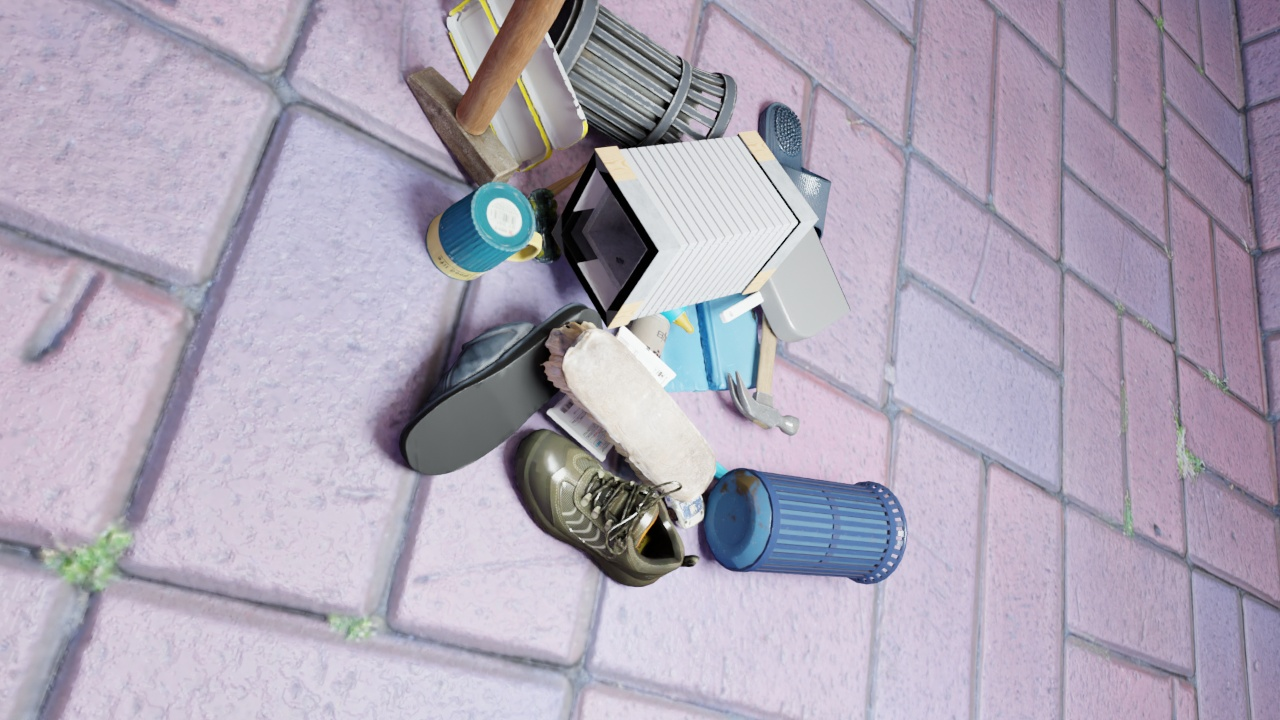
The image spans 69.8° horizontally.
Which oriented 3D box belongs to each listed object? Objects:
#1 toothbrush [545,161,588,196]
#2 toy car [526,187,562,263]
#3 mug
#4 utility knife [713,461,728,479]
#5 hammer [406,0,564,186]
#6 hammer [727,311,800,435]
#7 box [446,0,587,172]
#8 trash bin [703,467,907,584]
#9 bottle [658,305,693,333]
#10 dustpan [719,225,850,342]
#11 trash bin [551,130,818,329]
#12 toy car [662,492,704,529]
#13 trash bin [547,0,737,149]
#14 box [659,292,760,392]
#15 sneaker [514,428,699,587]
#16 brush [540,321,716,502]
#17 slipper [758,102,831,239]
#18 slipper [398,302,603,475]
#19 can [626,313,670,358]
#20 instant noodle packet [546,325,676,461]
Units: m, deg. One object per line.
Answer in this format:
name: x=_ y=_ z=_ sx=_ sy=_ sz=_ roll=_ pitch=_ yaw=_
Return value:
toothbrush: x=-0.101 y=-0.216 z=1.141 sx=0.166 sy=0.016 sz=0.016 roll=-41 pitch=106 yaw=-37
toy car: x=-0.118 y=-0.161 z=1.102 sx=0.038 sy=0.027 sz=0.090 roll=-14 pitch=101 yaw=-42
mug: x=-0.163 y=-0.139 z=1.014 sx=0.113 sy=0.107 sz=0.083 roll=14 pitch=68 yaw=-35
utility knife: x=0.105 y=0.149 z=1.206 sx=0.116 sy=0.016 sz=0.022 roll=41 pitch=60 yaw=-25
hammer: x=-0.144 y=-0.317 z=0.950 sx=0.037 sy=0.302 sz=0.158 roll=-38 pitch=90 yaw=-38
hammer: x=0.184 y=-0.067 z=1.270 sx=0.119 sy=0.031 sz=0.330 roll=22 pitch=68 yaw=-32
box: x=-0.144 y=-0.335 z=1.068 sx=0.034 sy=0.130 sz=0.209 roll=-28 pitch=96 yaw=-51
trash bin: x=0.210 y=0.215 z=1.192 sx=0.249 sy=0.140 sz=0.139 roll=12 pitch=71 yaw=-33
bottle: x=0.018 y=-0.089 z=1.164 sx=0.146 sy=0.051 sz=0.051 roll=47 pitch=54 yaw=-6
dustpan: x=0.189 y=-0.100 z=1.255 sx=0.256 sy=0.033 sz=0.163 roll=-30 pitch=96 yaw=-48
trash bin: x=0.053 y=-0.159 z=1.086 sx=0.246 sy=0.143 sz=0.142 roll=-16 pitch=66 yaw=-36
toy car: x=0.050 y=0.154 z=1.144 sx=0.048 sy=0.041 sz=0.113 roll=-25 pitch=95 yaw=-38
trash bin: x=-0.019 y=-0.344 z=1.150 sx=0.227 sy=0.165 sz=0.164 roll=26 pitch=63 yaw=-26
box: x=0.083 y=-0.070 z=1.239 sx=0.174 sy=0.034 sz=0.231 roll=-3 pitch=80 yaw=-36
sneaker: x=-0.029 y=0.167 z=1.013 sx=0.238 sy=0.143 sz=0.100 roll=46 pitch=55 yaw=-19
brush: x=-0.006 y=0.062 z=1.023 sx=0.083 sy=0.057 sz=0.271 roll=-50 pitch=124 yaw=-14
slipper: x=0.235 y=-0.275 z=1.376 sx=0.101 sy=0.083 sz=0.263 roll=5 pitch=75 yaw=-35
slipper: x=-0.162 y=0.018 z=1.000 sx=0.264 sy=0.083 sz=0.109 roll=-40 pitch=145 yaw=-25
can: x=-0.007 y=0.007 z=1.130 sx=0.054 sy=0.054 sz=0.135 roll=34 pitch=60 yaw=-26
instant noodle packet: x=-0.032 y=0.038 z=1.060 sx=0.087 sy=0.026 sz=0.134 roll=43 pitch=82 yaw=-12
